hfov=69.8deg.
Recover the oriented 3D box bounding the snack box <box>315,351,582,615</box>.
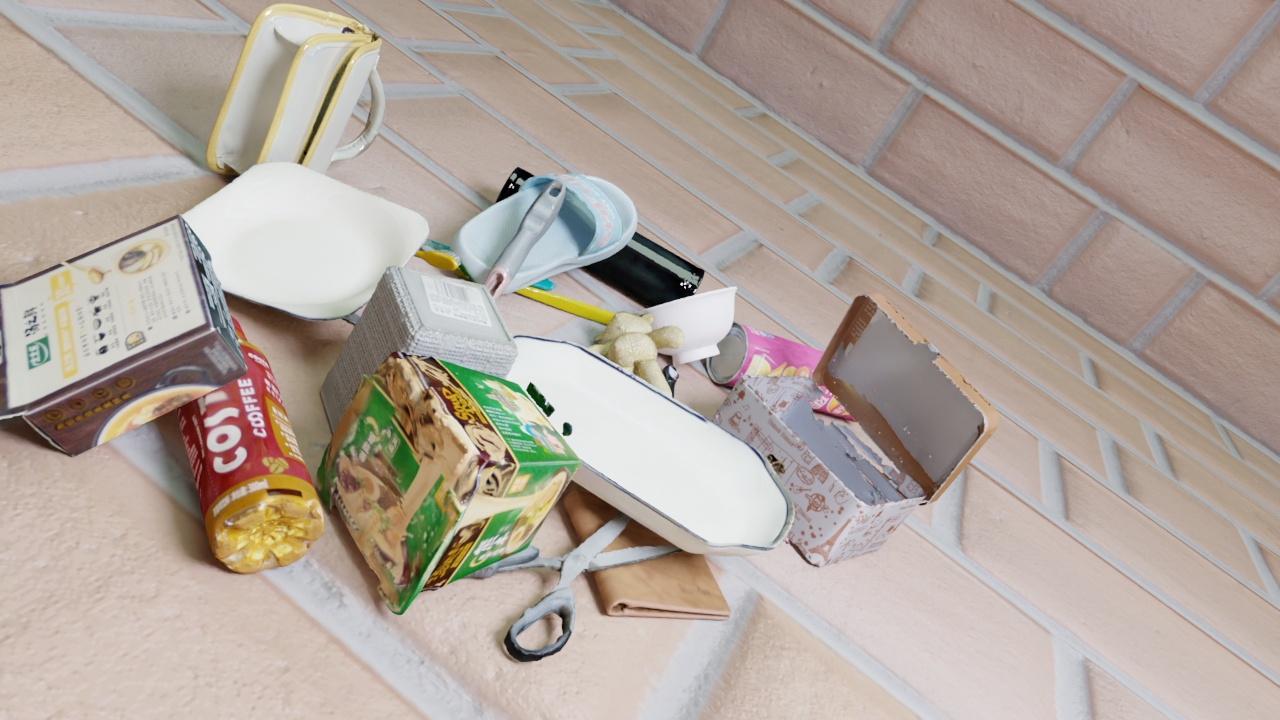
[{"bbox_3d":[-0.109,0.069,0.554,0.105,0.118,0.118,5,35,-50],"label":"snack box"}]

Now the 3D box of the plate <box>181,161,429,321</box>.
[{"bbox_3d":[-0.263,-0.086,0.707,0.163,0.034,0.163,23,41,6],"label":"plate"}]

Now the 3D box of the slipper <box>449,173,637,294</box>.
[{"bbox_3d":[-0.089,-0.141,0.921,0.104,0.074,0.244,49,42,6],"label":"slipper"}]

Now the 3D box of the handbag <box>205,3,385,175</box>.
[{"bbox_3d":[-0.281,-0.223,0.821,0.063,0.164,0.178,40,26,10],"label":"handbag"}]

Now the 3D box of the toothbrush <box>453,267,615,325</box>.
[{"bbox_3d":[-0.100,-0.067,0.923,0.190,0.016,0.016,18,23,-29],"label":"toothbrush"}]

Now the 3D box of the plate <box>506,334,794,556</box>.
[{"bbox_3d":[-0.009,0.066,0.696,0.266,0.034,0.161,31,24,8],"label":"plate"}]

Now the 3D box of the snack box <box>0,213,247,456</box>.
[{"bbox_3d":[-0.301,-0.016,0.515,0.125,0.053,0.113,-27,52,-11],"label":"snack box"}]

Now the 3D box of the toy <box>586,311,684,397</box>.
[{"bbox_3d":[-0.005,0.005,0.852,0.157,0.105,0.066,-105,175,-59],"label":"toy"}]

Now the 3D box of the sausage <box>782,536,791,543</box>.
[{"bbox_3d":[0.063,0.113,0.787,0.156,0.020,0.020,34,25,4],"label":"sausage"}]

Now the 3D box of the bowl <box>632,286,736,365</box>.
[{"bbox_3d":[0.051,-0.032,0.960,0.118,0.119,0.064,-16,91,-58],"label":"bowl"}]

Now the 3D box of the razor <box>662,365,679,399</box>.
[{"bbox_3d":[0.025,0.036,0.877,0.042,0.022,0.142,32,25,-6],"label":"razor"}]

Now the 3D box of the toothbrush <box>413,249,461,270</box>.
[{"bbox_3d":[-0.227,-0.105,0.770,0.191,0.016,0.018,19,30,23],"label":"toothbrush"}]

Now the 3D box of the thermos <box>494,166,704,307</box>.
[{"bbox_3d":[-0.045,-0.138,1.051,0.242,0.069,0.089,31,26,-5],"label":"thermos"}]

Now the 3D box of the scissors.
[{"bbox_3d":[-0.045,0.134,0.600,0.175,0.014,0.159,17,34,-11],"label":"scissors"}]

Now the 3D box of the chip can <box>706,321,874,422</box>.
[{"bbox_3d":[0.176,0.015,1.029,0.210,0.072,0.071,16,30,-32],"label":"chip can"}]

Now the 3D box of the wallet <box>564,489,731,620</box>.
[{"bbox_3d":[0.006,0.143,0.669,0.115,0.020,0.101,15,32,-37],"label":"wallet"}]

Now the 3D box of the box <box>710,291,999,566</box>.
[{"bbox_3d":[0.199,0.055,0.842,0.156,0.193,0.183,-1,41,-48],"label":"box"}]

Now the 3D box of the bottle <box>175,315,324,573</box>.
[{"bbox_3d":[-0.234,0.039,0.532,0.057,0.058,0.175,7,36,-43],"label":"bottle"}]

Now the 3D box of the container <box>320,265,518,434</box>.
[{"bbox_3d":[-0.148,0.006,0.621,0.090,0.114,0.090,10,34,-39],"label":"container"}]

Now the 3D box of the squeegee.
[{"bbox_3d":[-0.124,-0.075,0.815,0.247,0.040,0.248,30,55,-5],"label":"squeegee"}]

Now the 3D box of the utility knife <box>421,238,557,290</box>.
[{"bbox_3d":[-0.151,-0.096,0.919,0.157,0.013,0.029,16,30,-32],"label":"utility knife"}]
